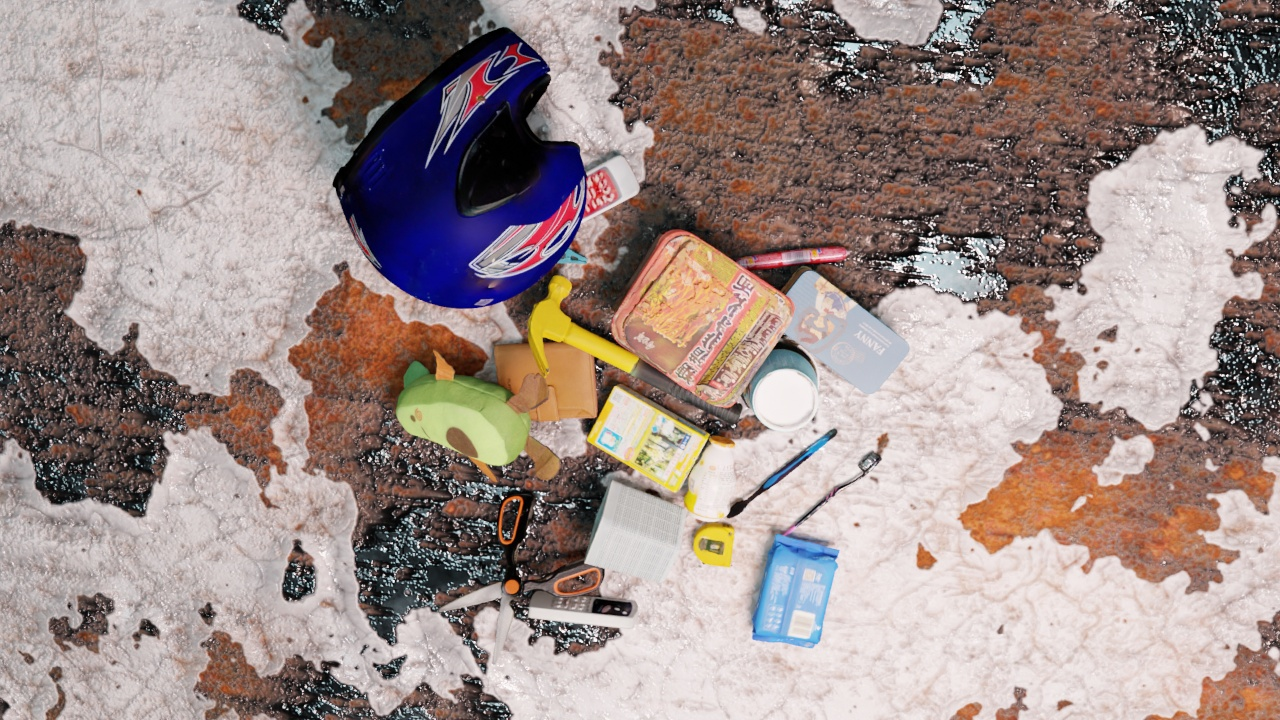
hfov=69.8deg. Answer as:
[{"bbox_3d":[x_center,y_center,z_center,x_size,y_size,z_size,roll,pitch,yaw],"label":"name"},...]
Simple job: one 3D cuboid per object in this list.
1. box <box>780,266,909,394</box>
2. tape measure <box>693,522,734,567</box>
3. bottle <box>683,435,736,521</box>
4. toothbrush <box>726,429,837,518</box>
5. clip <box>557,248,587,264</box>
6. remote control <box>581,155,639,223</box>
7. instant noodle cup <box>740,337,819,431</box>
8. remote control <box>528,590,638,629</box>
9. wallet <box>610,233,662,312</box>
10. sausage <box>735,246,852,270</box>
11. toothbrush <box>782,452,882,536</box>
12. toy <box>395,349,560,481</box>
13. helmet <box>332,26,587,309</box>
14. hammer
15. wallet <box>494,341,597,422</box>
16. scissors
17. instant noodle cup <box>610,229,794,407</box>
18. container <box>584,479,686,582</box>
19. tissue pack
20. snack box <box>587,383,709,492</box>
[{"bbox_3d":[0.253,-0.036,1.163,0.184,0.061,0.090,35,102,-1],"label":"box"},{"bbox_3d":[0.100,0.251,1.248,0.057,0.029,0.060,7,101,4],"label":"tape measure"},{"bbox_3d":[0.096,0.155,1.211,0.063,0.063,0.108,13,101,1],"label":"bottle"},{"bbox_3d":[0.189,0.152,1.232,0.190,0.016,0.014,-40,87,8],"label":"toothbrush"},{"bbox_3d":[-0.095,-0.136,1.192,0.054,0.013,0.034,13,103,1],"label":"clip"},{"bbox_3d":[-0.069,-0.209,1.172,0.136,0.020,0.056,-26,98,9],"label":"remote control"},{"bbox_3d":[0.176,0.035,1.152,0.111,0.120,0.111,1,101,4],"label":"instant noodle cup"},{"bbox_3d":[-0.078,0.342,1.265,0.150,0.058,0.021,5,101,3],"label":"remote control"},{"bbox_3d":[0.034,-0.088,1.184,0.101,0.032,0.125,32,103,-5],"label":"wallet"},{"bbox_3d":[0.191,-0.130,1.169,0.156,0.020,0.020,-6,101,5],"label":"sausage"},{"bbox_3d":[0.247,0.187,1.233,0.189,0.014,0.018,-42,86,11],"label":"toothbrush"},{"bbox_3d":[-0.217,0.075,1.183,0.247,0.089,0.227,7,127,28],"label":"toy"},{"bbox_3d":[-0.179,-0.203,1.065,0.240,0.248,0.314,45,68,-12],"label":"helmet"},{"bbox_3d":[-0.007,0.007,1.184,0.300,0.033,0.128,26,68,-6],"label":"hammer"},{"bbox_3d":[-0.125,0.028,1.220,0.132,0.031,0.108,-2,100,6],"label":"wallet"},{"bbox_3d":[-0.158,0.290,1.238,0.221,0.022,0.234,2,77,-7],"label":"scissors"},{"bbox_3d":[0.074,-0.054,1.131,0.189,0.079,0.165,34,103,-2],"label":"instant noodle cup"},{"bbox_3d":[-0.005,0.228,1.212,0.111,0.090,0.090,18,128,-2],"label":"container"},{"bbox_3d":[0.208,0.313,1.241,0.095,0.052,0.157,11,102,0],"label":"tissue pack"},{"bbox_3d":[0.009,0.101,1.209,0.140,0.033,0.087,30,103,13],"label":"snack box"}]
